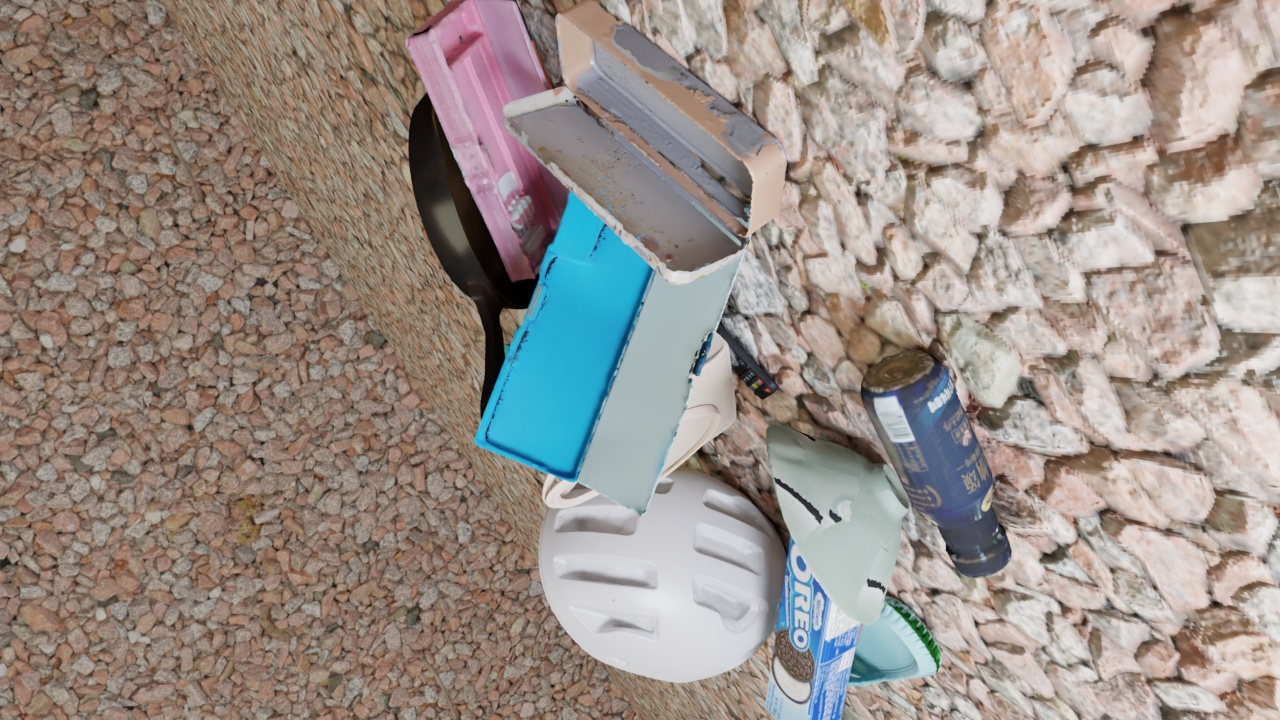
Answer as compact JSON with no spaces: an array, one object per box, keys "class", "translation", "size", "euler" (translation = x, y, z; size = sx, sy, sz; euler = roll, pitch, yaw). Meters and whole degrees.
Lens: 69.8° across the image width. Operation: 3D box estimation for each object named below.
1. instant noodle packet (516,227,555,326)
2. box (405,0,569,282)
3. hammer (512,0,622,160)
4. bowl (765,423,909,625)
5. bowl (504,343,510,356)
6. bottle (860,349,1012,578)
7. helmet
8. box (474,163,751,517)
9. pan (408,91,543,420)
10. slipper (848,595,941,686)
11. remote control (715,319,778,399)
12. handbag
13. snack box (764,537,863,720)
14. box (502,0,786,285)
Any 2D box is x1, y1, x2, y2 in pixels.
[{"class":"instant noodle packet","translation":[-0.124,-0.091,1.111],"size":[0.269,0.057,0.147],"euler":[-171,66,-68]},{"class":"box","translation":[-0.097,-0.190,0.784],"size":[0.099,0.099,0.233],"euler":[-4,126,24]},{"class":"hammer","translation":[-0.106,-0.279,0.773],"size":[0.133,0.033,0.333],"euler":[25,145,58]},{"class":"bowl","translation":[0.169,0.112,0.713],"size":[0.174,0.068,0.173],"euler":[47,-155,-31]},{"class":"bowl","translation":[-0.156,0.013,1.366],"size":[0.121,0.046,0.121],"euler":[46,160,22]},{"class":"bottle","translation":[0.198,0.071,0.603],"size":[0.161,0.056,0.056],"euler":[61,160,-18]},{"class":"helmet","translation":[0.026,0.214,0.979],"size":[0.282,0.223,0.184],"euler":[25,139,-12]},{"class":"box","translation":[-0.014,-0.020,0.710],"size":[0.174,0.243,0.063],"euler":[20,179,28]},{"class":"pan","translation":[-0.148,-0.098,0.840],"size":[0.249,0.043,0.355],"euler":[54,-152,-61]},{"class":"slipper","translation":[0.209,0.290,0.942],"size":[0.116,0.069,0.277],"euler":[50,160,3]},{"class":"remote control","translation":[0.069,-0.024,0.806],"size":[0.140,0.021,0.045],"euler":[49,169,4]},{"class":"handbag","translation":[-0.010,0.062,0.827],"size":[0.101,0.197,0.195],"euler":[43,168,23]},{"class":"snack box","translation":[0.167,0.252,0.863],"size":[0.059,0.059,0.227],"euler":[35,129,46]},{"class":"box","translation":[0.003,-0.163,0.647],"size":[0.216,0.094,0.108],"euler":[46,134,25]}]
